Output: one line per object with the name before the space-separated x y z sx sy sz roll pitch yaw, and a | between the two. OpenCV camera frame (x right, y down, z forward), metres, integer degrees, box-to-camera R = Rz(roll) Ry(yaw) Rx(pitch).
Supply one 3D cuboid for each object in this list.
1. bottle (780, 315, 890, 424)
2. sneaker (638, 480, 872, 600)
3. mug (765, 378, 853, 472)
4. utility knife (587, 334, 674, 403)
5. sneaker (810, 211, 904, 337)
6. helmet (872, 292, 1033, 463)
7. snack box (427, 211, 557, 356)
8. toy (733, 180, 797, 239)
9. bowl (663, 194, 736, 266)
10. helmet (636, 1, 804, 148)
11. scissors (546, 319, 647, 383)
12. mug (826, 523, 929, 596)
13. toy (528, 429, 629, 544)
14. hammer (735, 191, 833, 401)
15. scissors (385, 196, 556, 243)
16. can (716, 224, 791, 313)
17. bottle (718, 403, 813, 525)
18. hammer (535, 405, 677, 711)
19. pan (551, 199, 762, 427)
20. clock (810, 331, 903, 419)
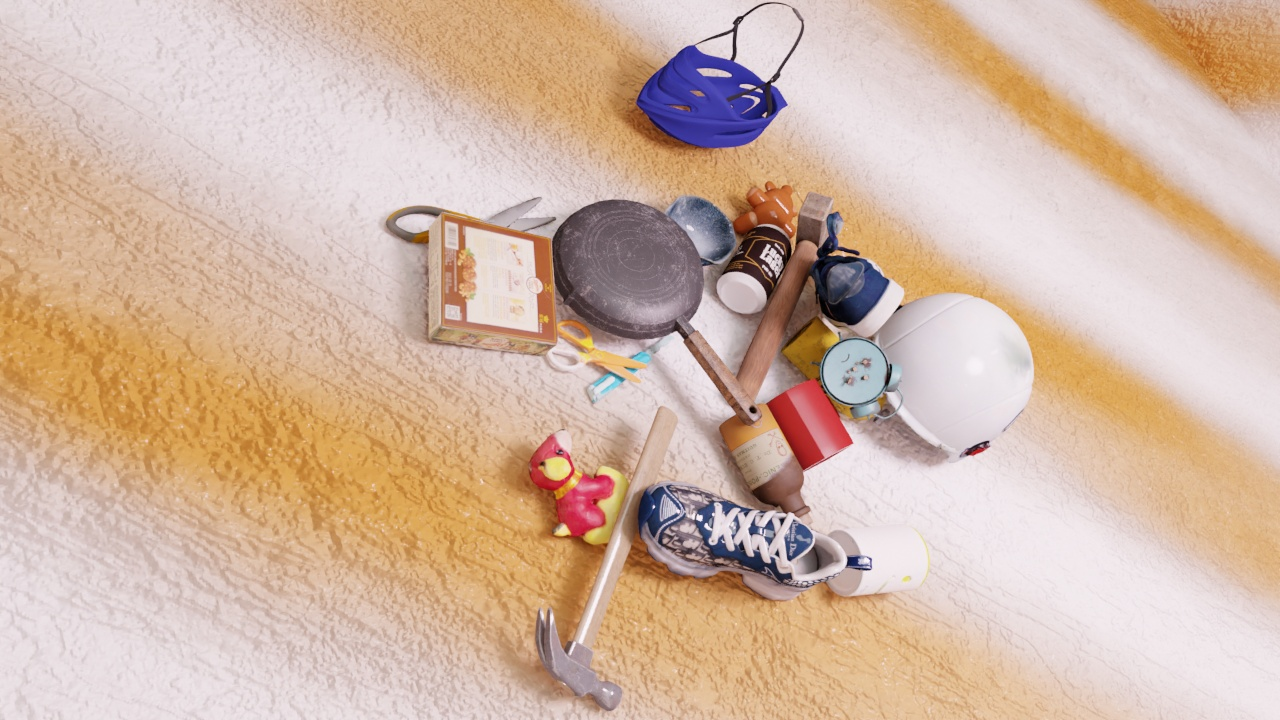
bottle | 0.274 0.022 1.255 0.164 0.071 0.070 45 51 0
sneaker | 0.126 0.193 1.003 0.269 0.133 0.103 26 61 -30
mug | 0.221 0.083 1.184 0.116 0.081 0.096 -17 73 -43
utility knife | -0.007 0.007 1.134 0.157 0.015 0.022 -34 84 -36
sneaker | 0.263 -0.117 1.229 0.127 0.121 0.294 37 11 -2
helmet | 0.446 0.005 1.275 0.263 0.164 0.236 -8 66 -51
snack box | -0.170 -0.086 1.061 0.146 0.041 0.143 9 65 -33
toy | 0.192 -0.221 1.360 0.095 0.065 0.127 45 42 -10
bowl | 0.072 -0.168 1.254 0.110 0.055 0.110 13 58 -23
helmet | 0.125 -0.409 1.312 0.241 0.228 0.147 -3 56 -33
scissors | -0.053 0.003 1.100 0.133 0.012 0.083 31 53 2
mug | 0.287 0.245 1.127 0.106 0.083 0.082 2 63 -28
toy | -0.067 0.147 0.999 0.137 0.067 0.105 43 53 -18
hammer | 0.188 -0.065 1.237 0.037 0.158 0.300 20 65 16
scissors | -0.190 -0.145 1.115 0.224 0.016 0.166 -12 70 -34
can | 0.159 -0.127 1.270 0.072 0.072 0.128 38 51 -6
bottle | 0.161 0.135 1.125 0.067 0.068 0.157 -18 74 -36
hammer | -0.017 0.190 0.975 0.119 0.031 0.330 41 56 -28
pan | 0.037 -0.063 1.121 0.207 0.040 0.357 -32 76 -31
clock | 0.286 0.024 1.192 0.124 0.053 0.090 42 91 0
